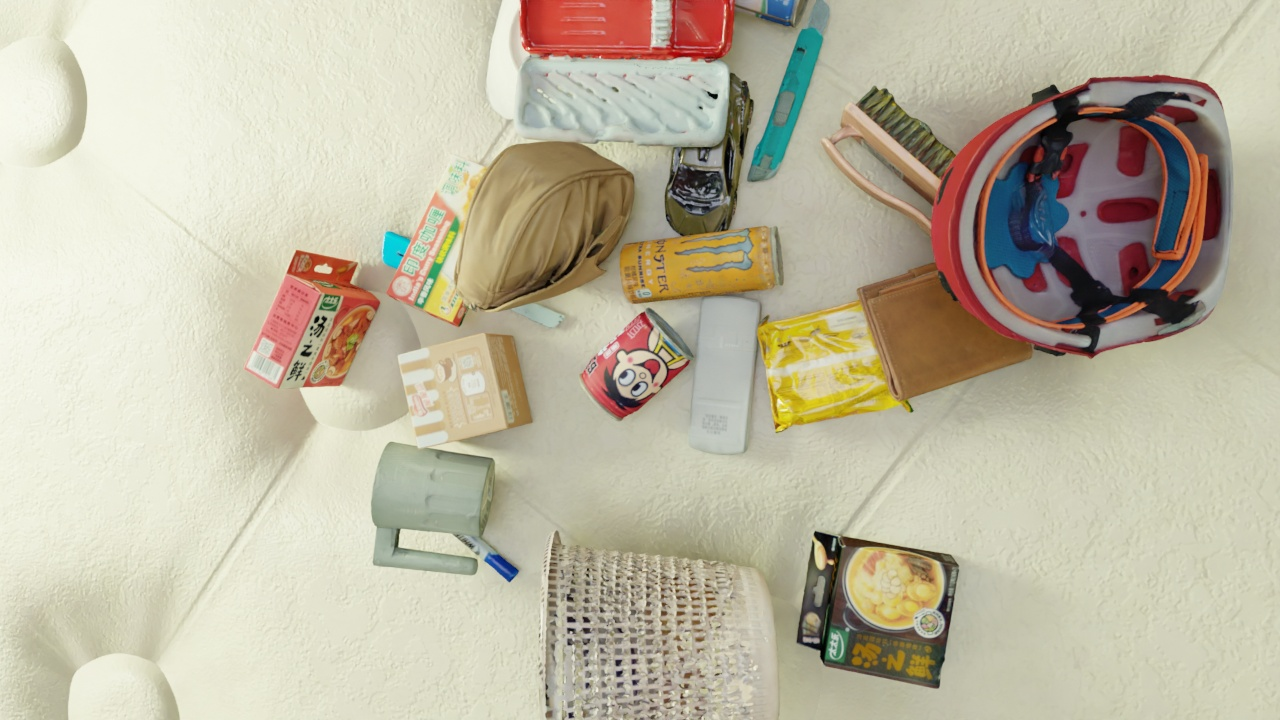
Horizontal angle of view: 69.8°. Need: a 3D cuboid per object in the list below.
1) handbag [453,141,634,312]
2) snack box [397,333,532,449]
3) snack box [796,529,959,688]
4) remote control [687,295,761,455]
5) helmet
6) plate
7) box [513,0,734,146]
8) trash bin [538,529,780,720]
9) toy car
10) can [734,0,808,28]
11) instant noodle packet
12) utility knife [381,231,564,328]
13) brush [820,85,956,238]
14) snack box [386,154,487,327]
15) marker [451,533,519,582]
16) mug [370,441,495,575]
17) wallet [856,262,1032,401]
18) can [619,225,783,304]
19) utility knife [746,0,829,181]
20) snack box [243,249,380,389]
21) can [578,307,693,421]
[{"bbox_3d":[-0.077,-0.115,0.811,0.100,0.204,0.148,34,114,12],"label":"handbag"},{"bbox_3d":[-0.169,0.029,0.894,0.094,0.077,0.092,-14,88,12],"label":"snack box"},{"bbox_3d":[0.212,0.223,0.830,0.126,0.053,0.113,8,93,7],"label":"snack box"},{"bbox_3d":[0.079,0.014,0.866,0.058,0.021,0.150,6,92,14],"label":"remote control"},{"bbox_3d":[0.329,-0.112,0.734,0.240,0.144,0.207,-9,99,-7],"label":"helmet"},{"bbox_3d":[-0.071,-0.309,0.888,0.164,0.034,0.163,12,94,13],"label":"plate"},{"bbox_3d":[-0.016,-0.276,0.837,0.201,0.049,0.161,6,100,12],"label":"box"},{"bbox_3d":[0.016,0.260,0.802,0.192,0.227,0.227,-2,91,0],"label":"trash bin"},{"bbox_3d":[0.063,-0.191,0.858,0.070,0.042,0.158,8,95,13],"label":"toy car"},{"bbox_3d":[0.088,-0.350,0.841,0.134,0.053,0.053,22,95,11],"label":"can"},{"bbox_3d":[0.177,0.003,0.834,0.128,0.044,0.110,-11,87,10],"label":"instant noodle packet"},{"bbox_3d":[-0.171,-0.078,0.924,0.208,0.018,0.034,23,95,10],"label":"utility knife"},{"bbox_3d":[0.232,-0.169,0.809,0.145,0.063,0.073,44,95,7],"label":"brush"},{"bbox_3d":[-0.181,-0.119,0.907,0.077,0.027,0.155,23,85,11],"label":"snack box"},{"bbox_3d":[-0.183,0.173,0.931,0.146,0.017,0.017,38,98,9],"label":"marker"},{"bbox_3d":[-0.202,0.146,0.895,0.103,0.083,0.124,7,96,-1],"label":"mug"},{"bbox_3d":[0.264,-0.039,0.801,0.130,0.035,0.119,-17,82,-8],"label":"wallet"},{"bbox_3d":[0.056,-0.088,0.849,0.146,0.058,0.058,-6,90,15],"label":"can"},{"bbox_3d":[0.139,-0.249,0.852,0.029,0.013,0.178,20,95,10],"label":"utility knife"},{"bbox_3d":[-0.317,-0.038,0.908,0.044,0.113,0.127,28,97,12],"label":"snack box"},{"bbox_3d":[-0.005,0.005,0.863,0.094,0.066,0.066,-43,82,10],"label":"can"}]
